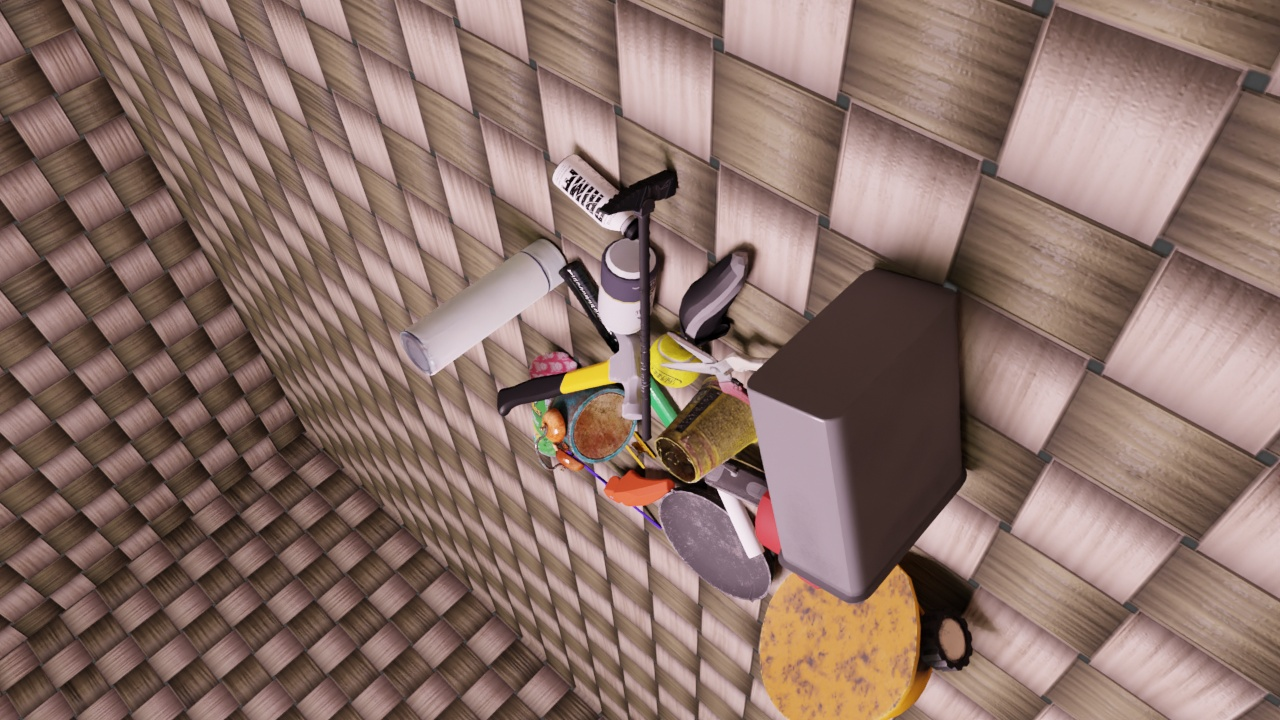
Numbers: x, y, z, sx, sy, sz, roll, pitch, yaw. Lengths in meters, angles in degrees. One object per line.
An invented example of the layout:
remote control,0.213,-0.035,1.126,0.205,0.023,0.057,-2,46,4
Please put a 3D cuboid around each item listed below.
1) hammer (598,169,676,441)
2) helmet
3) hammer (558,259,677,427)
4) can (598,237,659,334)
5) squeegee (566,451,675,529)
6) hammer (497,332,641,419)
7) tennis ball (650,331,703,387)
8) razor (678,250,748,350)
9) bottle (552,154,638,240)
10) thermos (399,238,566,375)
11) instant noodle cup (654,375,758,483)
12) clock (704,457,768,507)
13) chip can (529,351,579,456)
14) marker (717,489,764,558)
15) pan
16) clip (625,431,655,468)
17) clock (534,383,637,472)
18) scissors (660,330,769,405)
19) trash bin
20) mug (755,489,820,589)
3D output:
hammer,0.000,-0.038,0.984,0.015,0.094,0.326,29,135,35
helmet,0.272,0.342,1.092,0.131,0.204,0.256,22,150,-28
hammer,-0.007,0.007,1.208,0.319,0.032,0.130,56,154,-13
can,-0.016,-0.082,1.062,0.064,0.064,0.128,40,152,18
squeegee,-0.010,0.200,1.422,0.249,0.055,0.185,42,149,-22
hammer,-0.099,0.030,1.204,0.325,0.029,0.127,-14,71,50
tennis ball,0.042,-0.001,1.082,0.065,0.065,0.065,37,151,24
razor,0.076,-0.067,0.961,0.060,0.057,0.156,14,151,-2
bottle,-0.043,-0.176,1.006,0.116,0.041,0.041,43,153,12
thermos,-0.194,-0.071,1.162,0.068,0.229,0.068,37,150,26
instant noodle cup,0.079,0.087,1.093,0.102,0.108,0.102,37,150,26
clock,0.132,0.153,1.153,0.122,0.043,0.091,29,172,-25
chip can,-0.136,0.074,1.446,0.075,0.075,0.224,40,153,18
marker,0.126,0.193,1.206,0.027,0.023,0.133,-29,79,26
pan,0.154,0.245,1.273,0.207,0.040,0.358,55,146,-8
clip,-0.007,0.137,1.385,0.054,0.046,0.048,50,129,-6
clock,-0.085,0.091,1.294,0.073,0.157,0.121,29,148,48
scissors,0.122,0.017,0.989,0.199,0.015,0.180,38,146,-20
trash bin,0.195,0.065,0.798,0.098,0.191,0.220,24,143,41
mug,0.197,0.211,1.086,0.097,0.080,0.116,27,125,45
